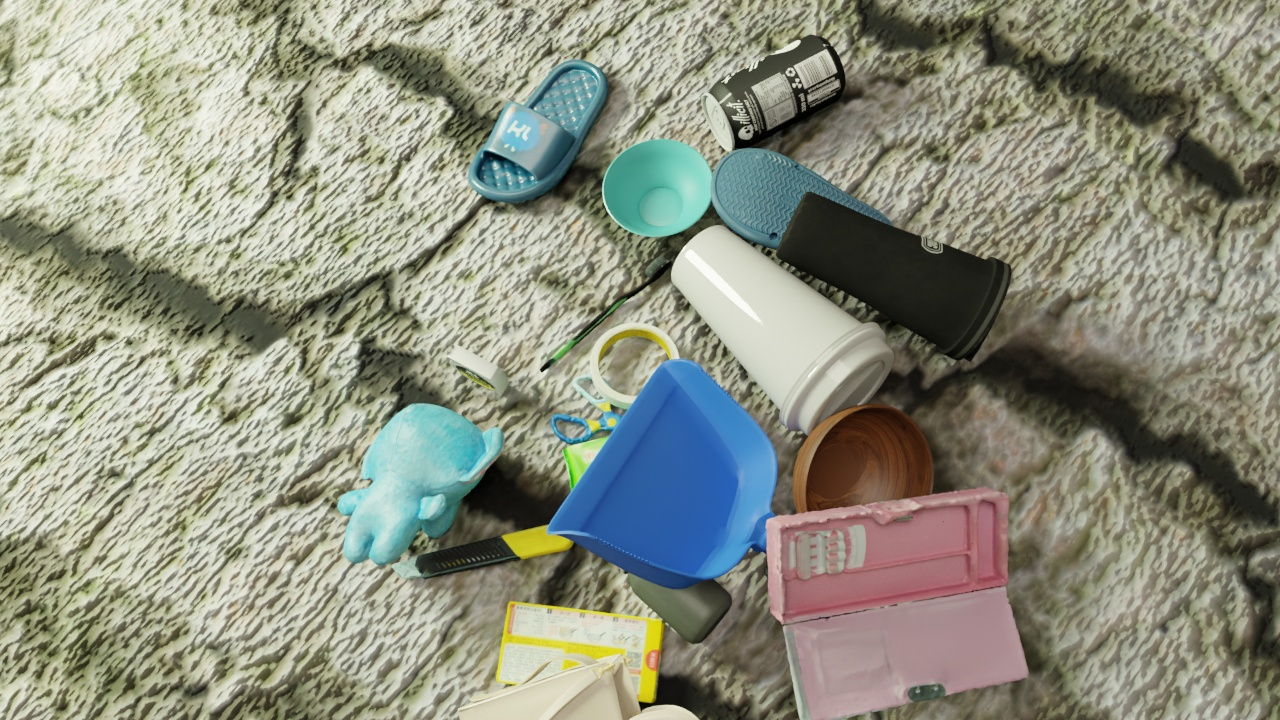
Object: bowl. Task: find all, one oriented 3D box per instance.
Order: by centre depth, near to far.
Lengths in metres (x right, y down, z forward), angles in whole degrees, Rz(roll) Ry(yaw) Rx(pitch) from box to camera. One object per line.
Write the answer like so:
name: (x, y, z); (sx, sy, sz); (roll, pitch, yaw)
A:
bowl: (0.197, 0.111, 0.869); (0.147, 0.069, 0.147); (-2, 96, -24)
bowl: (0.021, -0.181, 1.017); (0.121, 0.046, 0.121); (-2, 70, 6)

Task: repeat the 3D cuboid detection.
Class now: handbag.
handbag: (-0.033, 0.345, 0.779); (0.198, 0.101, 0.194); (-24, 75, 15)

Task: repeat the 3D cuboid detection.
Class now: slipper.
slipper: (0.171, -0.149, 0.981); (0.214, 0.059, 0.103); (25, 71, -1)
slipper: (-0.113, -0.268, 1.060); (0.104, 0.059, 0.213); (33, 75, 14)

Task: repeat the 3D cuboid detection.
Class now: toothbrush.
toothbrush: (-0.039, -0.051, 0.995); (0.188, 0.014, 0.017); (-41, 58, -9)

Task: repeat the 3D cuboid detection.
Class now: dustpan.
dustpan: (0.079, 0.147, 0.856); (0.257, 0.060, 0.244); (42, 47, -7)

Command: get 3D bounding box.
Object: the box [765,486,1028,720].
box: (0.227, 0.211, 0.816); (0.232, 0.051, 0.180); (-4, 85, -16)

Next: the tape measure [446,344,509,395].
tape measure: (-0.170, 0.010, 0.960); (0.064, 0.065, 0.016); (27, 75, 13)

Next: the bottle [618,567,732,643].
bottle: (0.030, 0.212, 0.865); (0.108, 0.060, 0.060); (39, 78, 18)

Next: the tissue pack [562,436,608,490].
tissue pack: (-0.016, 0.122, 0.913); (0.114, 0.034, 0.099); (-14, 74, 0)

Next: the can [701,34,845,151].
can: (0.149, -0.299, 1.027); (0.146, 0.080, 0.080); (-28, 69, -4)

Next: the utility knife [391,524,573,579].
utility knife: (-0.158, 0.192, 0.916); (0.186, 0.020, 0.028); (-12, 68, 1)

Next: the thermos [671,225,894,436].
thermos: (0.133, -0.038, 0.918); (0.131, 0.131, 0.222); (-39, 63, -8)

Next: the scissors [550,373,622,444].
scissors: (-0.025, 0.057, 0.956); (0.133, 0.020, 0.097); (10, 74, 9)

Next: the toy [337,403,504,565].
toy: (-0.218, 0.128, 0.903); (0.184, 0.115, 0.180); (-3, 49, 29)

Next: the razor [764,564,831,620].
razor: (0.169, 0.242, 0.860); (0.044, 0.018, 0.141); (-44, 71, -9)

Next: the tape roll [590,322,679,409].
tape roll: (-0.006, 0.006, 0.960); (0.094, 0.019, 0.094); (0, 64, 0)

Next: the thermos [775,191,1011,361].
thermos: (0.247, -0.089, 0.904); (0.218, 0.106, 0.105); (25, 74, 2)

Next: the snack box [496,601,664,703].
snack box: (-0.056, 0.276, 0.871); (0.152, 0.025, 0.075); (5, 71, 9)
